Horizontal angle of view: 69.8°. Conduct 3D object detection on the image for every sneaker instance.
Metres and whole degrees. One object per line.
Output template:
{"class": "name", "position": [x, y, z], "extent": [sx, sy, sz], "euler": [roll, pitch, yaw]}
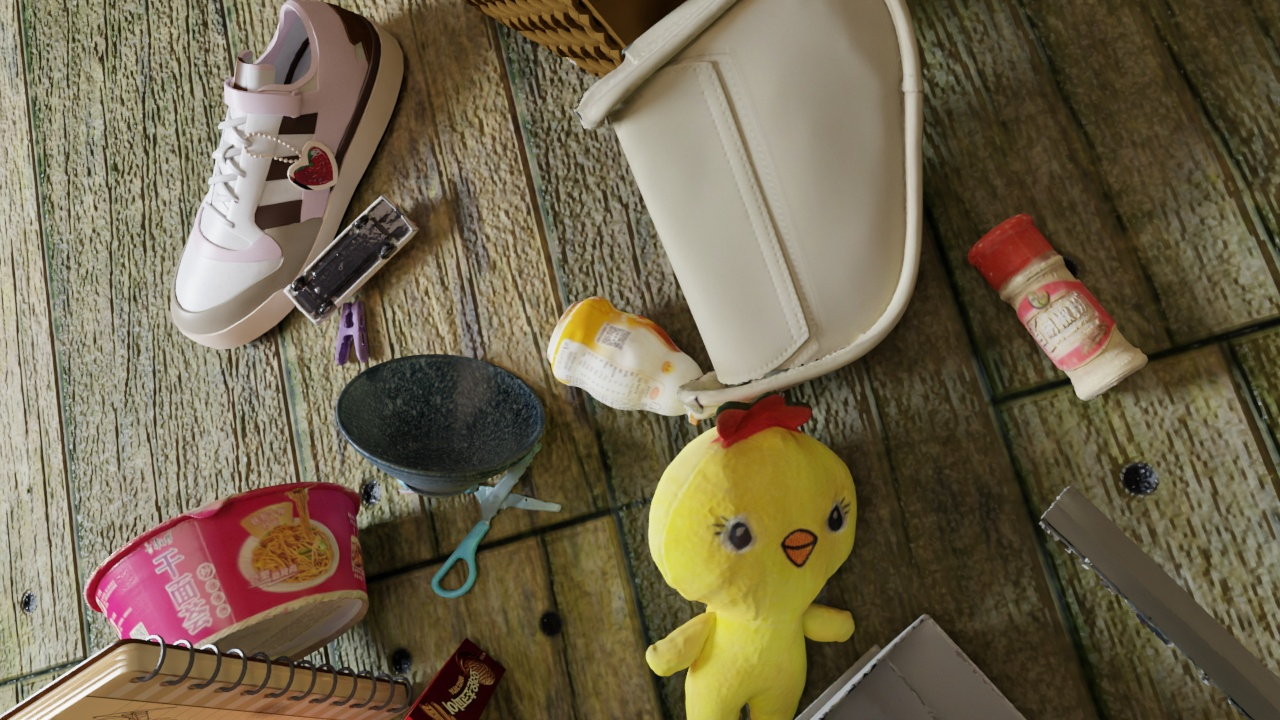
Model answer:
{"class": "sneaker", "position": [-0.293, -0.142, 0.700], "extent": [0.112, 0.116, 0.294], "euler": [36, 96, 22]}

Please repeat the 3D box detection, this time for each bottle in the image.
{"class": "bottle", "position": [-0.004, 0.003, 0.596], "extent": [0.109, 0.063, 0.063], "euler": [26, 92, 9]}
{"class": "bottle", "position": [0.233, -0.030, 0.517], "extent": [0.044, 0.044, 0.109], "euler": [-36, 72, 13]}

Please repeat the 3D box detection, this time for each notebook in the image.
{"class": "notebook", "position": [-0.276, 0.234, 0.586], "extent": [0.168, 0.225, 0.024], "euler": [-32, 54, 15]}

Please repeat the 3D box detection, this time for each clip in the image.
{"class": "clip", "position": [-0.223, -0.022, 0.713], "extent": [0.032, 0.013, 0.051], "euler": [-3, 79, 20]}

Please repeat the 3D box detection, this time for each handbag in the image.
{"class": "handbag", "position": [0.073, -0.103, 0.544], "extent": [0.184, 0.132, 0.229], "euler": [-21, 101, 3]}

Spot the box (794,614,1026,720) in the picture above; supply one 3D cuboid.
{"class": "box", "position": [0.125, 0.207, 0.365], "extent": [0.165, 0.330, 0.167], "euler": [-42, 70, -3]}

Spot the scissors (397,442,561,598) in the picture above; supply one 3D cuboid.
{"class": "scissors", "position": [-0.121, 0.113, 0.654], "extent": [0.135, 0.015, 0.129], "euler": [5, 84, 25]}

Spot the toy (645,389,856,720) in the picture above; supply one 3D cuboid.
{"class": "toy", "position": [0.063, 0.120, 0.534], "extent": [0.092, 0.133, 0.207], "euler": [-2, 89, 63]}

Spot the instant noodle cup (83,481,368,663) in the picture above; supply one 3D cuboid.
{"class": "instant noodle cup", "position": [-0.260, 0.159, 0.611], "extent": [0.179, 0.178, 0.077], "euler": [-35, 69, 14]}

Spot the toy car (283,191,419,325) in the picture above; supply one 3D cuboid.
{"class": "toy car", "position": [-0.220, -0.078, 0.706], "extent": [0.113, 0.039, 0.039], "euler": [-40, 96, 13]}

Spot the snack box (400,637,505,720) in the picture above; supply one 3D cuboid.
{"class": "snack box", "position": [-0.157, 0.264, 0.574], "extent": [0.036, 0.132, 0.152], "euler": [38, 93, 1]}

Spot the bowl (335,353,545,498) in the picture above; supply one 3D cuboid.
{"class": "bowl", "position": [-0.136, 0.055, 0.625], "extent": [0.137, 0.136, 0.057], "euler": [26, 124, 23]}

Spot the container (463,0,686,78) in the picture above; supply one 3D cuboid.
{"class": "container", "position": [-0.031, -0.320, 0.547], "extent": [0.214, 0.251, 0.219], "euler": [35, 96, 22]}
